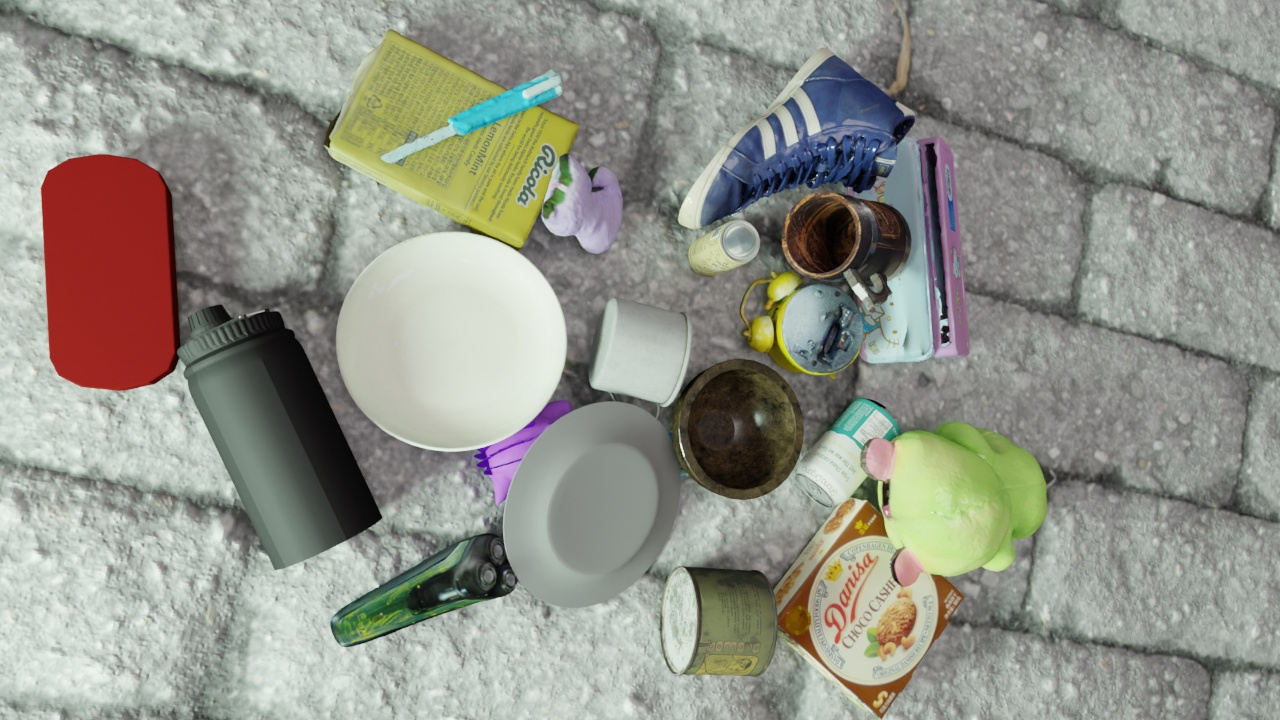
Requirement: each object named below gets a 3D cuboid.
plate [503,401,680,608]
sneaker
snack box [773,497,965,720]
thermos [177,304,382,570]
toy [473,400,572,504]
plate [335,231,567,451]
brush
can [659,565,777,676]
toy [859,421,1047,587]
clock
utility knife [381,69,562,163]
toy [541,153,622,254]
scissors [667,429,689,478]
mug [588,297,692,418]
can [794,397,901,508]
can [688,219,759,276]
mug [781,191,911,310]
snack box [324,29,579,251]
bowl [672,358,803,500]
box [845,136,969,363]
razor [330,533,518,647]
[{"bbox_3d":[-0.033,0.122,0.764,0.178,0.012,0.178,-9,106,-36],"label":"plate"},{"bbox_3d":[0.150,-0.170,0.820,0.118,0.092,0.232,36,66,12],"label":"sneaker"},{"bbox_3d":[0.206,0.228,0.854,0.147,0.041,0.143,44,76,-10],"label":"snack box"},{"bbox_3d":[-0.277,0.048,0.694,0.086,0.086,0.198,-25,94,-17],"label":"thermos"},{"bbox_3d":[-0.092,0.074,0.763,0.088,0.056,0.106,-20,68,-4],"label":"toy"},{"bbox_3d":[-0.152,-0.014,0.752,0.182,0.034,0.182,2,77,-9],"label":"plate"},{"bbox_3d":[-0.394,-0.064,0.688,0.082,0.042,0.173,-4,88,-17],"label":"brush"},{"bbox_3d":[0.066,0.223,0.786,0.074,0.090,0.090,7,84,-17],"label":"can"},{"bbox_3d":[0.296,0.126,0.837,0.196,0.107,0.150,-11,88,-44],"label":"toy"},{"bbox_3d":[0.147,-0.033,0.843,0.118,0.057,0.083,29,79,-14],"label":"clock"},{"bbox_3d":[-0.134,-0.198,0.741,0.166,0.015,0.022,-29,91,-21],"label":"utility knife"},{"bbox_3d":[-0.049,-0.136,0.782,0.099,0.036,0.080,30,71,-58],"label":"toy"},{"bbox_3d":[-0.014,0.116,0.811,0.139,0.013,0.118,-2,86,-19],"label":"scissors"},{"bbox_3d":[-0.005,0.005,0.789,0.070,0.084,0.113,13,115,-14],"label":"mug"},{"bbox_3d":[0.192,0.085,0.851,0.055,0.055,0.101,47,75,-9],"label":"can"},{"bbox_3d":[0.073,-0.098,0.813,0.038,0.080,0.038,1,86,-17],"label":"can"},{"bbox_3d":[0.193,-0.093,0.817,0.107,0.080,0.115,-3,58,-53],"label":"mug"},{"bbox_3d":[-0.157,-0.183,0.768,0.181,0.045,0.121,25,77,-12],"label":"snack box"},{"bbox_3d":[0.078,0.061,0.816,0.121,0.056,0.121,2,85,-21],"label":"bowl"},{"bbox_3d":[0.259,-0.104,0.899,0.090,0.091,0.214,-1,86,-60],"label":"box"},{"bbox_3d":[-0.174,0.187,0.730,0.151,0.067,0.054,-22,92,-9],"label":"razor"}]
